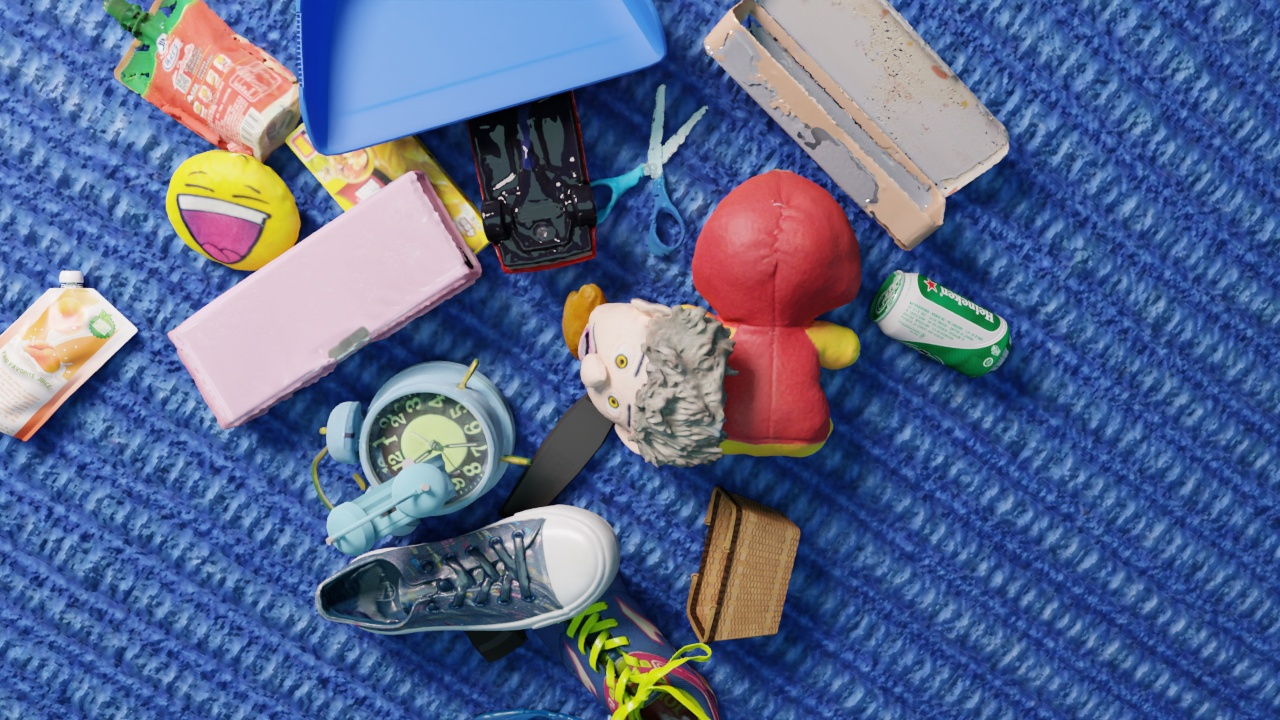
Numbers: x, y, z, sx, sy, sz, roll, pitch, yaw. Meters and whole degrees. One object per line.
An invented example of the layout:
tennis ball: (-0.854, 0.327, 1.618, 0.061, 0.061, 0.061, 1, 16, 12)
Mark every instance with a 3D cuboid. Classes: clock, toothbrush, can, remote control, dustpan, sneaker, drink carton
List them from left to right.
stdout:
drink carton: (-0.448, -0.006, 0.694, 0.122, 0.039, 0.069, -44, 99, -2)
clock: (-0.166, 0.094, 0.613, 0.087, 0.123, 0.042, -29, 90, 7)
clock: (-0.172, 0.069, 0.701, 0.162, 0.060, 0.118, -28, 100, 6)
dustpan: (-0.136, -0.296, 0.632, 0.245, 0.059, 0.257, -17, 74, -2)
sneaker: (-0.131, 0.165, 0.675, 0.236, 0.079, 0.087, -14, 83, 17)
toothbrush: (-0.073, 0.300, 0.764, 0.132, 0.016, 0.021, 1, 98, 0)
remote control: (-0.067, 0.083, 0.732, 0.039, 0.010, 0.125, 37, 96, -7)
sneaker: (-0.017, 0.222, 0.714, 0.116, 0.091, 0.242, -40, 98, 7)
can: (0.232, -0.027, 0.705, 0.101, 0.053, 0.053, 26, 97, -6)

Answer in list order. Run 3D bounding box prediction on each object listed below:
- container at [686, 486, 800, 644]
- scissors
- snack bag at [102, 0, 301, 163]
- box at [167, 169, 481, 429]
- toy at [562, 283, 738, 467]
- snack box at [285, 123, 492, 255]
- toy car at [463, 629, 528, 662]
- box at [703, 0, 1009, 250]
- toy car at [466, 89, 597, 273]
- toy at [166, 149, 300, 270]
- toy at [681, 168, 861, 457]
container: (0.081, 0.164, 0.727, 0.061, 0.063, 0.114, 10, 98, -11)
scissors: (0.018, -0.141, 0.702, 0.103, 0.015, 0.133, 40, 91, -4)
snack bag: (-0.323, -0.212, 0.664, 0.155, 0.044, 0.087, 36, 102, -2)
box: (-0.233, -0.043, 0.678, 0.233, 0.046, 0.098, -32, 89, 12)
toy: (-0.004, 0.004, 0.656, 0.076, 0.176, 0.133, -12, 126, -43)
snack box: (-0.184, -0.128, 0.686, 0.075, 0.025, 0.152, -39, 98, 4)
toy car: (-0.129, 0.199, 0.734, 0.042, 0.036, 0.092, -32, 99, 2)
box: (0.149, -0.183, 0.659, 0.216, 0.095, 0.107, 43, 60, -7)
toy car: (-0.083, -0.160, 0.667, 0.081, 0.056, 0.189, -10, 92, 1)
toy: (-0.297, -0.108, 0.671, 0.095, 0.041, 0.094, 13, 122, -4)
toy: (0.097, -0.032, 0.681, 0.147, 0.098, 0.216, 1, 104, -10)
